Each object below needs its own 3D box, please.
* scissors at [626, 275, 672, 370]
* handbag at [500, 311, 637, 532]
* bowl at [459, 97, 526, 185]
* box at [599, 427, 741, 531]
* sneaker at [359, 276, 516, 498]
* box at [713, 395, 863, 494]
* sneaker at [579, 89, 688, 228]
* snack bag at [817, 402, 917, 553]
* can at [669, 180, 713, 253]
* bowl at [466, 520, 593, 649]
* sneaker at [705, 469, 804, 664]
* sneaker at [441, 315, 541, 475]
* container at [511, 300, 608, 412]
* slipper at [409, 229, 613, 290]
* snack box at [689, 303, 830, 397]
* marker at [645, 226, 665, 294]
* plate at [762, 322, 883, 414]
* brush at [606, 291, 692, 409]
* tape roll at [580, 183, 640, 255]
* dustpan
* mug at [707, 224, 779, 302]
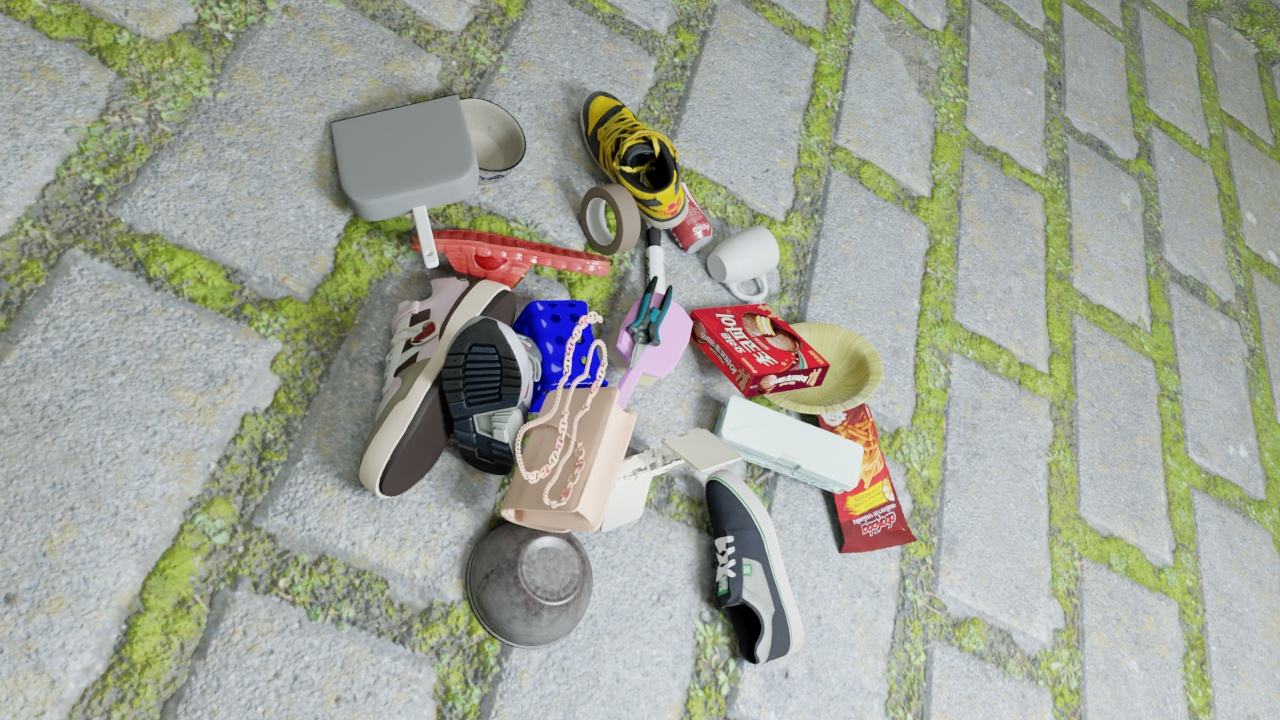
[{"bbox_3d":[0.017,-0.047,1.188,0.134,0.019,0.130,-15,74,-32],"label":"scissors"},{"bbox_3d":[-0.100,0.063,0.957,0.187,0.117,0.198,55,45,-45],"label":"handbag"},{"bbox_3d":[-0.215,-0.280,1.207,0.115,0.059,0.115,13,60,-24],"label":"bowl"},{"bbox_3d":[0.016,0.134,1.051,0.143,0.182,0.081,-15,81,-31],"label":"box"},{"bbox_3d":[-0.253,0.012,1.022,0.116,0.112,0.293,18,57,10],"label":"sneaker"},{"bbox_3d":[0.196,0.111,1.212,0.199,0.072,0.086,20,94,-7],"label":"box"},{"bbox_3d":[-0.018,-0.298,1.269,0.086,0.122,0.238,-34,76,-2],"label":"sneaker"},{"bbox_3d":[0.309,0.164,1.292,0.138,0.067,0.207,-1,76,-36],"label":"snack bag"},{"bbox_3d":[0.064,-0.208,1.332,0.053,0.054,0.096,-22,78,-36],"label":"can"},{"bbox_3d":[-0.109,0.234,0.996,0.144,0.067,0.144,13,60,-24],"label":"bowl"},{"bbox_3d":[0.119,0.248,1.111,0.078,0.084,0.235,-11,75,-33],"label":"sneaker"},{"bbox_3d":[-0.154,0.012,0.999,0.089,0.240,0.124,15,47,3],"label":"sneaker"},{"bbox_3d":[-0.101,-0.006,1.115,0.085,0.085,0.113,-2,66,-29],"label":"container"},{"bbox_3d":[-0.159,-0.119,1.134,0.248,0.103,0.059,6,104,-15],"label":"slipper"},{"bbox_3d":[0.158,-0.018,1.254,0.132,0.036,0.152,-7,40,-32],"label":"snack box"},{"bbox_3d":[0.021,-0.134,1.287,0.025,0.025,0.125,11,61,-25],"label":"marker"},{"bbox_3d":[0.245,0.020,1.293,0.184,0.036,0.184,-4,43,3],"label":"plate"},{"bbox_3d":[-0.007,0.007,1.186,0.089,0.043,0.228,36,53,-9],"label":"brush"},{"bbox_3d":[-0.041,-0.190,1.237,0.030,0.094,0.093,-20,77,-36],"label":"tape roll"},{"bbox_3d":[-0.273,-0.213,1.097,0.163,0.033,0.257,-15,54,-8],"label":"dustpan"},{"bbox_3d":[0.150,-0.133,1.343,0.089,0.071,0.107,-26,108,-28],"label":"mug"}]
